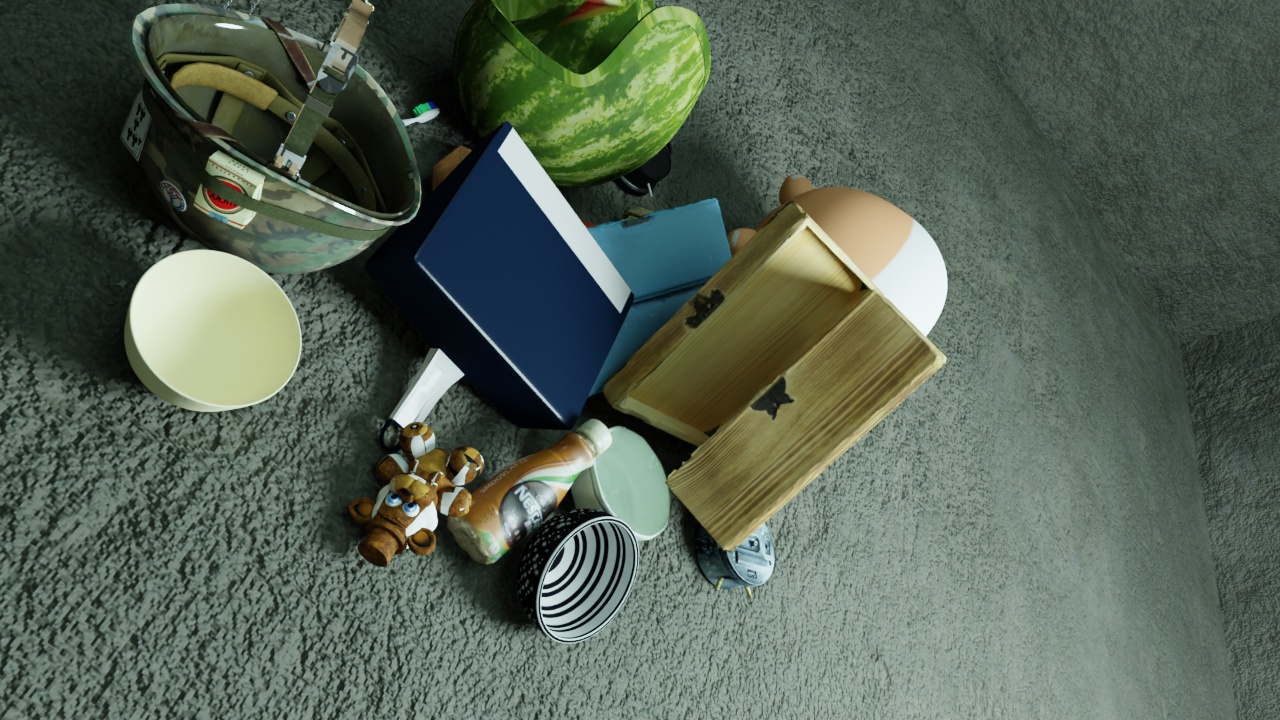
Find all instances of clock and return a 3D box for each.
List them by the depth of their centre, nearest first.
[{"bbox_3d":[0.107,0.201,1.043,0.090,0.052,0.129,24,55,-38],"label":"clock"},{"bbox_3d":[-0.001,-0.269,1.174,0.091,0.043,0.120,37,47,-29],"label":"clock"}]

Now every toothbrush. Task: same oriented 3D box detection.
[{"bbox_3d":[-0.258,-0.222,0.890,0.016,0.015,0.186,54,41,-6],"label":"toothbrush"}]

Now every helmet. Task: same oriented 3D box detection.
[{"bbox_3d":[-0.264,-0.178,0.683,0.224,0.237,0.192,46,27,-36],"label":"helmet"},{"bbox_3d":[-0.067,-0.298,0.966,0.213,0.247,0.243,60,-9,31],"label":"helmet"}]

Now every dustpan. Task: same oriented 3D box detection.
[{"bbox_3d":[-0.141,-0.032,0.832,0.236,0.080,0.272,52,49,-38],"label":"dustpan"}]

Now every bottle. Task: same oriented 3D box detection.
[{"bbox_3d":[-0.093,0.111,0.826,0.166,0.059,0.059,-38,101,-29],"label":"bottle"}]

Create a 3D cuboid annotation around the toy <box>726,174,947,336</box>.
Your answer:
[{"bbox_3d":[0.246,-0.097,1.198,0.280,0.266,0.262,48,69,-7],"label":"toy"}]

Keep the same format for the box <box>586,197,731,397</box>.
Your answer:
[{"bbox_3d":[0.007,-0.069,0.985,0.231,0.034,0.174,-19,99,-30],"label":"box"}]

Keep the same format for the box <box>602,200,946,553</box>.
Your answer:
[{"bbox_3d":[0.151,0.016,0.980,0.220,0.279,0.258,47,14,14],"label":"box"}]

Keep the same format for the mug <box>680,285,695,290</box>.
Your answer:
[{"bbox_3d":[0.046,-0.033,1.076,0.095,0.078,0.112,-12,77,-50],"label":"mug"}]

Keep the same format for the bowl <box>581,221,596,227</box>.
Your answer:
[{"bbox_3d":[-0.051,-0.108,1.042,0.122,0.035,0.121,24,54,-38],"label":"bowl"}]

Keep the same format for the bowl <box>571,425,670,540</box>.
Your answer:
[{"bbox_3d":[-0.028,0.130,0.919,0.117,0.061,0.117,34,42,-37],"label":"bowl"}]

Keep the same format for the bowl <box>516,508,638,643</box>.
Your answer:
[{"bbox_3d":[-0.067,0.188,0.838,0.119,0.066,0.120,-18,117,-40],"label":"bowl"}]

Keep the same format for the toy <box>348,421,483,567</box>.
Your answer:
[{"bbox_3d":[-0.187,0.114,0.753,0.087,0.067,0.112,26,45,7],"label":"toy"}]

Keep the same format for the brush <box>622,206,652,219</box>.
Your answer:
[{"bbox_3d":[0.047,-0.114,1.136,0.195,0.059,0.043,44,51,-20],"label":"brush"}]

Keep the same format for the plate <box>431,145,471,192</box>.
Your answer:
[{"bbox_3d":[-0.168,-0.154,0.945,0.131,0.025,0.131,24,54,-38],"label":"plate"}]

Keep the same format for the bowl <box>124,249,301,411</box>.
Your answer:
[{"bbox_3d":[-0.319,-0.011,0.666,0.118,0.074,0.117,24,54,-38],"label":"bowl"}]
